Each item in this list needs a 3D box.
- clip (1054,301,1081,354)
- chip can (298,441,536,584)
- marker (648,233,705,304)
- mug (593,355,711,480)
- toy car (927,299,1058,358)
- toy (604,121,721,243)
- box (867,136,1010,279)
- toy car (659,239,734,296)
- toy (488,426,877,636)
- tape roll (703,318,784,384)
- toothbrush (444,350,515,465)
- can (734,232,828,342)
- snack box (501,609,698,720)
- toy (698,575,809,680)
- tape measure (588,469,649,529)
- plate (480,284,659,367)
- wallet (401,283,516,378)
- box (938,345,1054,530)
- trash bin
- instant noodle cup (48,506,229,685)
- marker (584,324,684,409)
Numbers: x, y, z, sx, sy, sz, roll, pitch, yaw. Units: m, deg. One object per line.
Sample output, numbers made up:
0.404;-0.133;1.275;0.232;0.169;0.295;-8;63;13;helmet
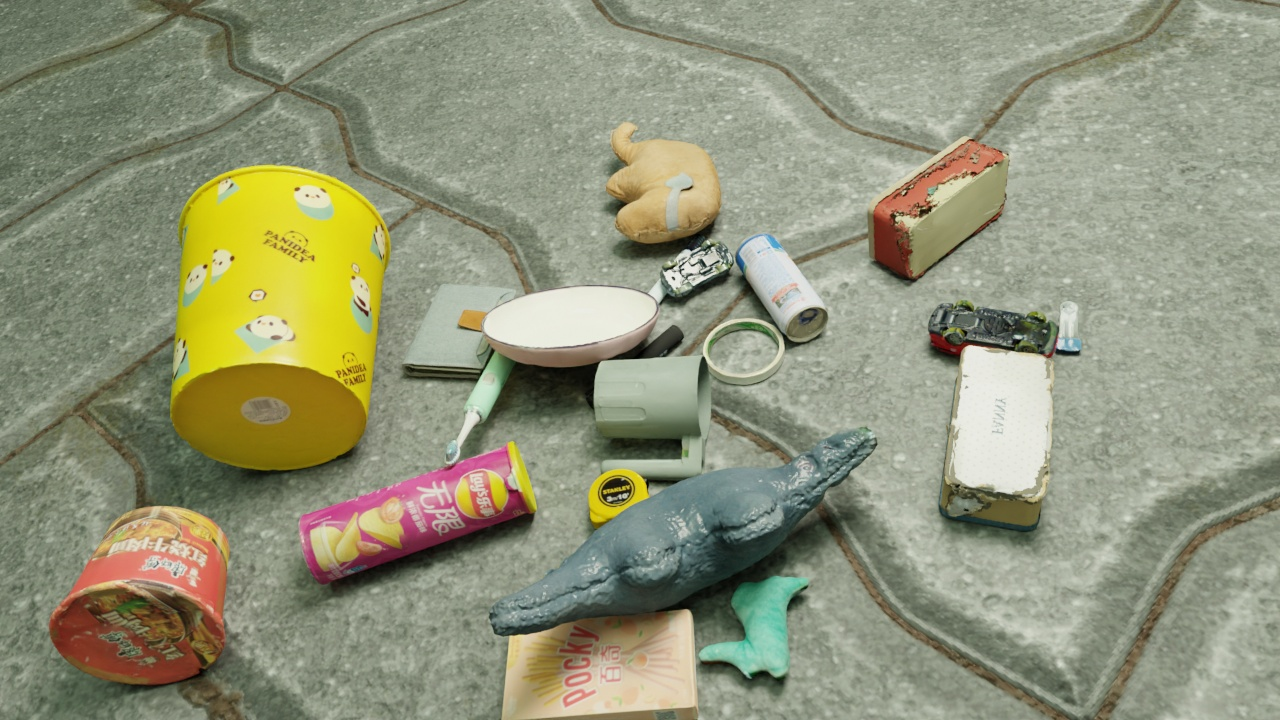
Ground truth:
0.428;-0.031;0.919;0.025;0.029;0.056;4;59;19;clip
-0.208;0.144;0.867;0.210;0.071;0.071;-19;47;-4;chip can
0.041;-0.103;1.073;0.023;0.018;0.130;24;56;19;marker
0.012;0.056;0.900;0.103;0.083;0.123;-1;73;14;mug
0.349;-0.025;0.911;0.121;0.045;0.052;12;54;29;toy car
0.026;-0.230;1.152;0.143;0.083;0.225;-9;44;-5;toy
0.337;-0.168;1.014;0.168;0.091;0.077;-35;47;-19;box
0.064;-0.104;1.053;0.090;0.034;0.043;-30;80;-16;toy car
0.040;0.146;0.768;0.355;0.138;0.091;-23;76;-17;toy
0.110;-0.010;0.974;0.086;0.014;0.085;-6;47;7;tape roll
-0.161;0.037;0.943;0.026;0.027;0.223;8;33;6;toothbrush
0.153;-0.081;1.002;0.053;0.053;0.134;-20;47;-6;can
-0.033;0.255;0.755;0.157;0.026;0.084;-7;47;6;snack box
0.095;0.221;0.755;0.096;0.030;0.091;-10;44;12;toy
-0.019;0.132;0.863;0.060;0.029;0.057;-12;48;2;tape measure
-0.074;-0.034;0.990;0.192;0.039;0.192;-4;23;2;plate
-0.205;-0.038;1.057;0.107;0.037;0.129;2;49;16;wallet
0.323;0.061;0.831;0.090;0.060;0.183;10;49;20;box
-0.386;-0.038;0.982;0.229;0.230;0.254;-13;52;1;trash bin
-0.439;0.208;0.828;0.138;0.138;0.108;-14;38;-1;instant noodle cup
-0.006;0.006;0.982;0.131;0.020;0.022;-39;96;-21;marker
